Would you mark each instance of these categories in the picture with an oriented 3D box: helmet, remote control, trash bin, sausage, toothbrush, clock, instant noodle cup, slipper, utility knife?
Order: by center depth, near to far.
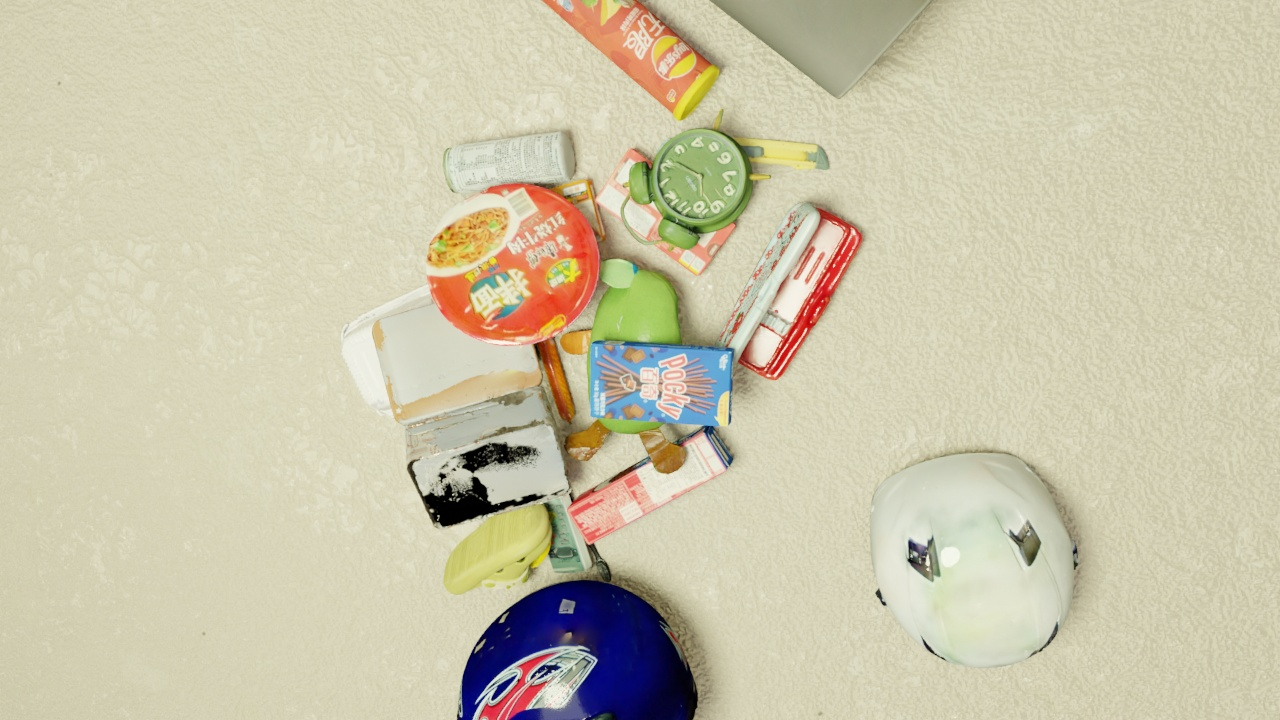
[{"bbox_3d":[0.169,-0.393,0.909,0.220,0.198,0.199,41,109,-6],"label":"trash bin"},{"bbox_3d":[0.052,-0.190,1.013,0.161,0.056,0.116,-36,89,8],"label":"clock"},{"bbox_3d":[0.373,0.239,1.018,0.229,0.145,0.259,-11,100,15],"label":"helmet"},{"bbox_3d":[0.115,-0.236,1.040,0.195,0.020,0.031,7,98,15],"label":"utility knife"},{"bbox_3d":[-0.141,-0.101,1.042,0.194,0.066,0.193,0,76,-1],"label":"instant noodle cup"},{"bbox_3d":[-0.100,0.407,1.101,0.316,0.247,0.240,-44,108,9],"label":"helmet"},{"bbox_3d":[-0.110,0.002,1.135,0.021,0.021,0.165,-14,99,15],"label":"sausage"},{"bbox_3d":[-0.296,-0.008,1.155,0.174,0.060,0.138,-23,96,15],"label":"instant noodle cup"},{"bbox_3d":[-0.106,0.208,1.174,0.056,0.019,0.135,-11,101,33],"label":"remote control"},{"bbox_3d":[-0.081,0.202,1.177,0.014,0.016,0.189,-25,95,8],"label":"toothbrush"},{"bbox_3d":[-0.173,0.247,1.178,0.191,0.091,0.081,-35,126,28],"label":"slipper"}]

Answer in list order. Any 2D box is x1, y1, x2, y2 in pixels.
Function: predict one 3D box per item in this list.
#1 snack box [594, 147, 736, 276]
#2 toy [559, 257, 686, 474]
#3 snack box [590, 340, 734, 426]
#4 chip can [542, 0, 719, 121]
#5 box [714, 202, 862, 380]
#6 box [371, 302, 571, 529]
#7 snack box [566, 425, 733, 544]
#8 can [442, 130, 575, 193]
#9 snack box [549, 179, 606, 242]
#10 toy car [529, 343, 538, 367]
[{"bbox_3d":[0.029,-0.172,1.064,0.153,0.025,0.075,36,106,2],"label":"snack box"},{"bbox_3d":[-0.006,0.006,1.076,0.227,0.089,0.247,11,99,26],"label":"toy"},{"bbox_3d":[0.023,0.025,1.009,0.157,0.026,0.084,3,102,11],"label":"snack box"},{"bbox_3d":[-0.015,-0.361,1.009,0.216,0.073,0.073,42,107,1],"label":"chip can"},{"bbox_3d":[0.160,-0.072,1.019,0.095,0.101,0.202,30,107,5],"label":"box"},{"bbox_3d":[-0.195,0.059,1.079,0.179,0.130,0.272,-15,105,-4],"label":"box"},{"bbox_3d":[0.013,0.151,1.124,0.208,0.057,0.058,-31,92,17],"label":"snack box"},{"bbox_3d":[-0.153,-0.231,1.074,0.147,0.058,0.058,-5,101,13],"label":"can"},{"bbox_3d":[-0.123,-0.162,1.100,0.154,0.026,0.075,-12,99,15],"label":"snack box"},{"bbox_3d":[-0.174,-0.036,1.135,0.054,0.036,0.120,-32,104,14],"label":"toy car"}]
